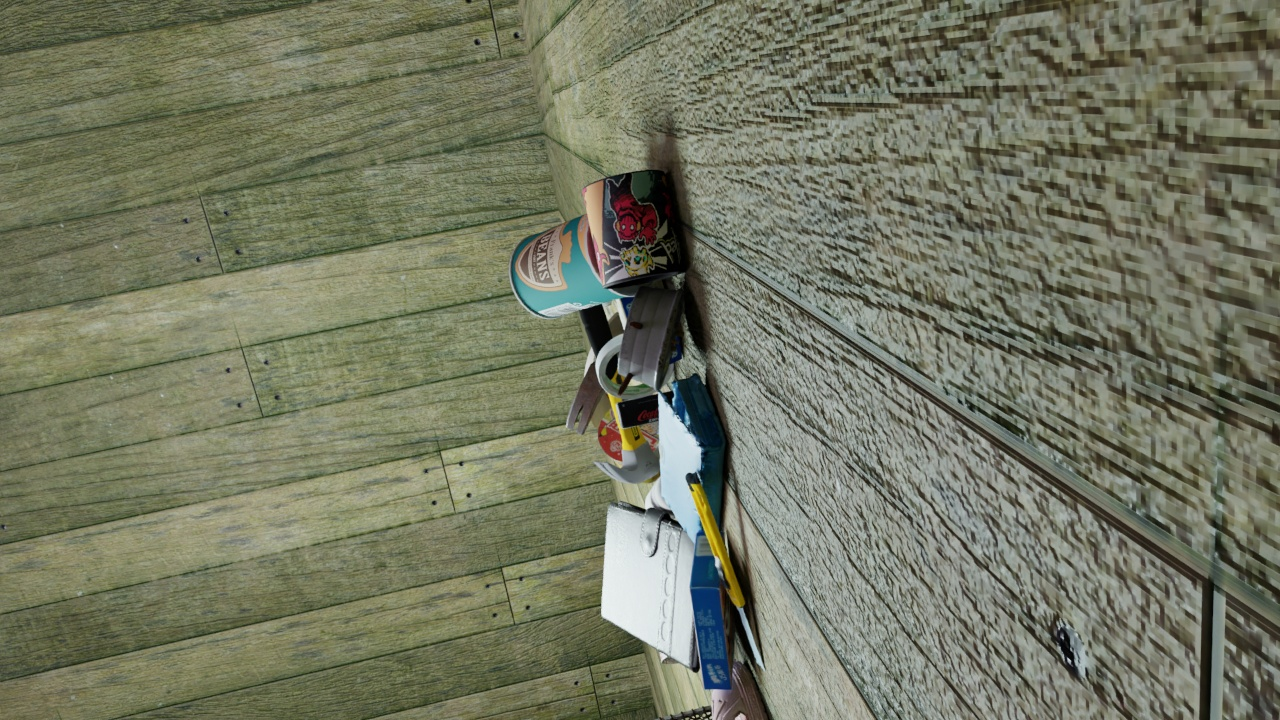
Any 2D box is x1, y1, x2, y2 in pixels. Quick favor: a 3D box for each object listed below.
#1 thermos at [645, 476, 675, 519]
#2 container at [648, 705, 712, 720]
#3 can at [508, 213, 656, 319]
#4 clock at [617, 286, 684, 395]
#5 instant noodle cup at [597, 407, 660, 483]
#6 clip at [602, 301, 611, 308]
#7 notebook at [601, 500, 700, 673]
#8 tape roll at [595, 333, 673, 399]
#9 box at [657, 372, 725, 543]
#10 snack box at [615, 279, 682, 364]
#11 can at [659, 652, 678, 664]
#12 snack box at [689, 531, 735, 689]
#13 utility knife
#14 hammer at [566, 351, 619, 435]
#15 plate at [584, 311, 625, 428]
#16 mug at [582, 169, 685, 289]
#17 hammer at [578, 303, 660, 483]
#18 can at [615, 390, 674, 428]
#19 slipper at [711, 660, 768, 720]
[{"bbox_3d":[0.038,0.181,1.214,0.224,0.052,0.052,103,155,-76],"label":"thermos"},{"bbox_3d":[0.042,0.588,1.098,0.244,0.245,0.247,133,125,-79],"label":"container"},{"bbox_3d":[-0.062,-0.105,0.993,0.144,0.099,0.099,-11,91,49],"label":"can"},{"bbox_3d":[0.016,-0.031,0.924,0.147,0.056,0.104,-68,-10,-59],"label":"clock"},{"bbox_3d":[-0.003,0.126,1.346,0.112,0.100,0.100,71,-177,-58],"label":"instant noodle cup"},{"bbox_3d":[-0.063,-0.141,1.417,0.152,0.099,0.126,52,-158,-80],"label":"clip"},{"bbox_3d":[0.016,0.269,1.137,0.209,0.029,0.169,6,92,54],"label":"notebook"},{"bbox_3d":[-0.007,0.006,1.100,0.018,0.094,0.094,-108,9,-48],"label":"tape roll"},{"bbox_3d":[0.051,0.116,0.968,0.232,0.054,0.093,87,169,-55],"label":"box"},{"bbox_3d":[-0.002,-0.081,1.075,0.056,0.057,0.206,79,175,-46],"label":"snack box"},{"bbox_3d":[0.054,0.318,1.176,0.087,0.086,0.116,89,167,-61],"label":"can"},{"bbox_3d":[0.079,0.269,0.985,0.087,0.034,0.151,-75,-21,-58],"label":"snack box"},{"bbox_3d":[0.086,0.209,0.907,0.217,0.019,0.030,67,169,-8],"label":"utility knife"},{"bbox_3d":[-0.039,0.065,1.413,0.137,0.035,0.314,-63,-15,-6],"label":"hammer"},{"bbox_3d":[-0.057,0.014,1.453,0.188,0.027,0.188,12,-91,-74],"label":"plate"},{"bbox_3d":[0.000,-0.127,0.907,0.117,0.082,0.098,-13,-89,-68],"label":"mug"},{"bbox_3d":[-0.038,0.007,1.144,0.029,0.126,0.324,1,115,44],"label":"hammer"},{"bbox_3d":[0.014,0.056,1.063,0.031,0.080,0.031,167,91,-84],"label":"can"},{"bbox_3d":[0.108,0.413,0.967,0.239,0.064,0.094,-117,16,-63],"label":"slipper"}]
